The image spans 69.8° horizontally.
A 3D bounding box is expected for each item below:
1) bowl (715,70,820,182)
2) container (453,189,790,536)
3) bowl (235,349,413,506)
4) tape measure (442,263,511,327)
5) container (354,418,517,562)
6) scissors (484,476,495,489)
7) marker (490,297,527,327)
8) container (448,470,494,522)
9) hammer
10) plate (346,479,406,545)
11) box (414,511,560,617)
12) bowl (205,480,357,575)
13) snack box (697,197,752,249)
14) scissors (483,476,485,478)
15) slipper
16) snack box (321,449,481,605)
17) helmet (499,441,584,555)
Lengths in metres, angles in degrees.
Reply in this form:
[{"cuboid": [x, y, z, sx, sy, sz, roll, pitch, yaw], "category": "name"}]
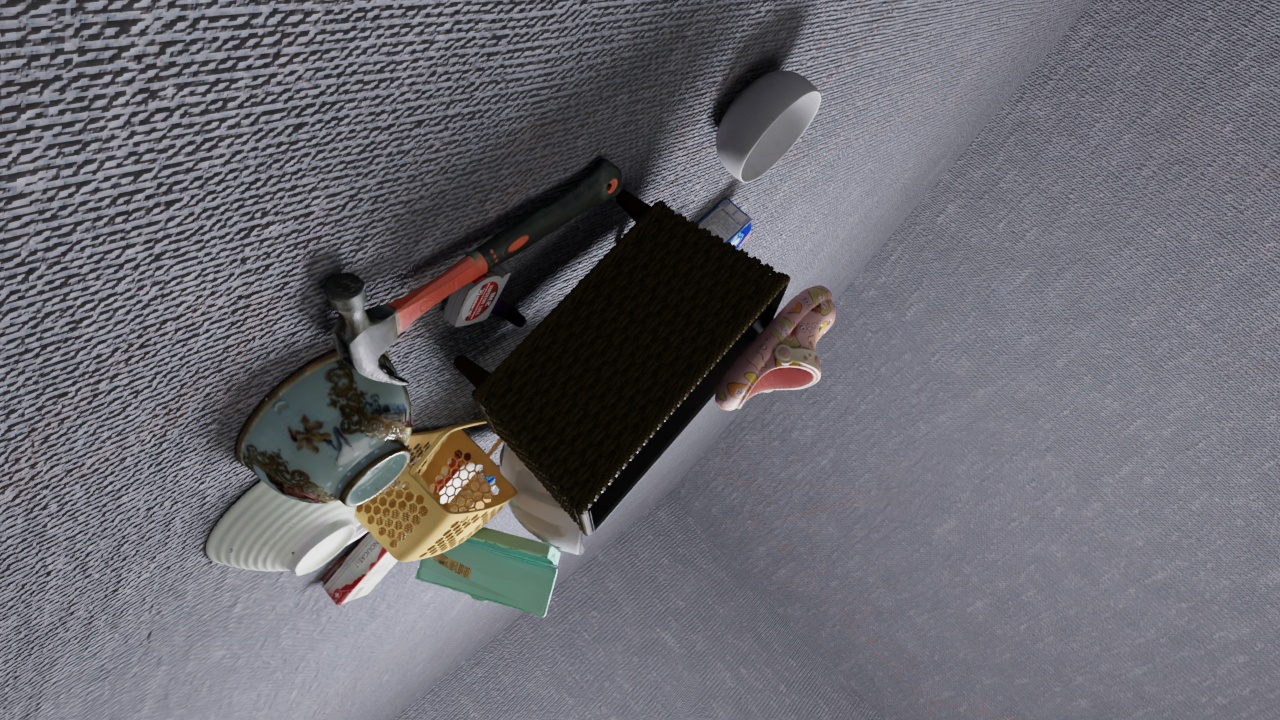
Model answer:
[{"cuboid": [0.137, -0.273, 1.043, 0.131, 0.064, 0.132, -42, 168, -12], "category": "bowl"}, {"cuboid": [-0.028, -0.008, 0.990, 0.320, 0.205, 0.177, -48, 169, -14], "category": "container"}, {"cuboid": [-0.263, 0.073, 0.821, 0.159, 0.094, 0.160, -43, 168, -12], "category": "bowl"}, {"cuboid": [-0.159, -0.063, 0.881, 0.060, 0.020, 0.062, -57, 164, 27], "category": "tape measure"}, {"cuboid": [-0.222, 0.134, 1.068, 0.167, 0.129, 0.183, -50, 167, 10], "category": "container"}, {"cuboid": [-0.221, 0.174, 1.480, 0.128, 0.014, 0.128, -37, 167, -52], "category": "scissors"}, {"cuboid": [-0.143, -0.050, 0.984, 0.015, 0.018, 0.134, -3, 171, 8], "category": "marker"}, {"cuboid": [-0.256, 0.195, 1.327, 0.063, 0.061, 0.114, -44, 168, -1], "category": "container"}, {"cuboid": [-0.130, -0.095, 0.816, 0.332, 0.033, 0.133, -40, 152, -33], "category": "hammer"}, {"cuboid": [-0.341, 0.184, 1.126, 0.156, 0.014, 0.157, -42, 167, -12], "category": "plate"}, {"cuboid": [-0.204, 0.259, 1.181, 0.078, 0.187, 0.110, 19, 86, -78], "category": "box"}, {"cuboid": [-0.343, 0.169, 0.939, 0.177, 0.071, 0.177, -41, 167, -12], "category": "bowl"}, {"cuboid": [0.059, -0.130, 1.285, 0.226, 0.059, 0.059, -43, 164, -9], "category": "snack box"}, {"cuboid": [-0.289, 0.229, 1.444, 0.122, 0.012, 0.127, -53, 167, 20], "category": "scissors"}, {"cuboid": [0.165, -0.004, 1.016, 0.196, 0.081, 0.093, -42, 165, -29], "category": "slipper"}, {"cuboid": [-0.320, 0.218, 1.243, 0.273, 0.044, 0.076, -47, 168, 10], "category": "snack box"}, {"cuboid": [-0.095, 0.136, 1.230, 0.282, 0.183, 0.224, -121, -146, -64], "category": "helmet"}]
